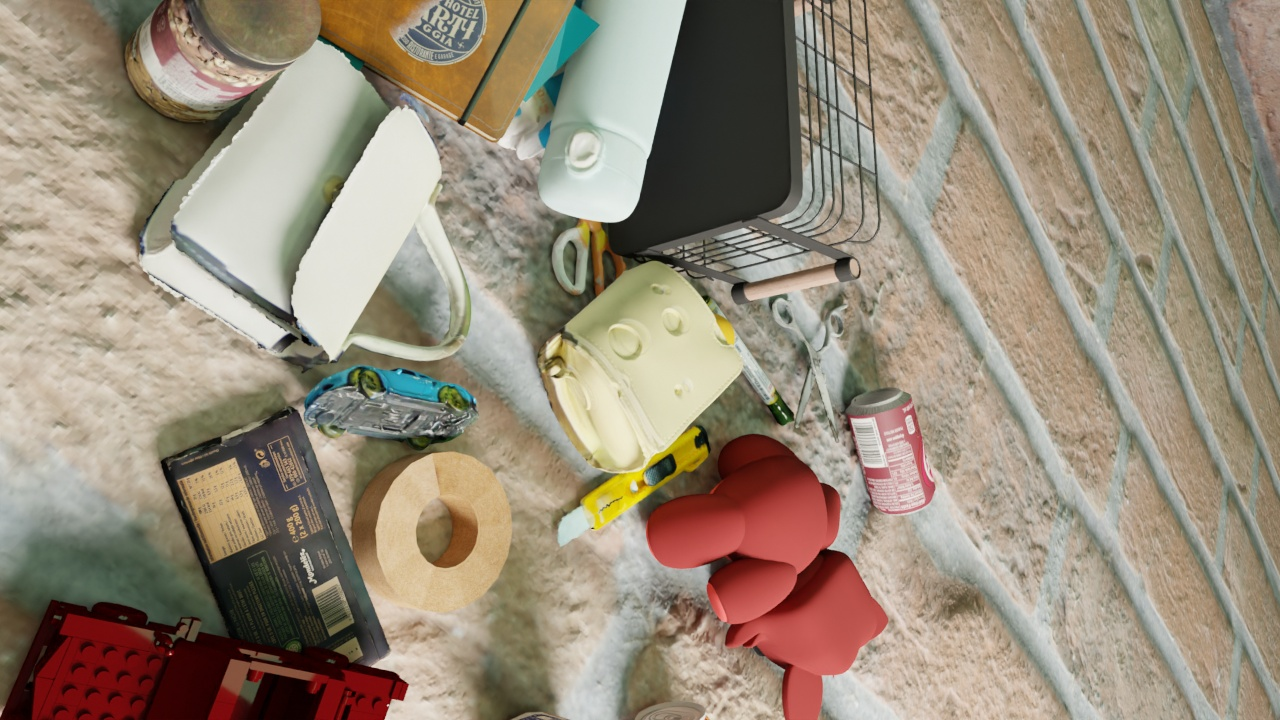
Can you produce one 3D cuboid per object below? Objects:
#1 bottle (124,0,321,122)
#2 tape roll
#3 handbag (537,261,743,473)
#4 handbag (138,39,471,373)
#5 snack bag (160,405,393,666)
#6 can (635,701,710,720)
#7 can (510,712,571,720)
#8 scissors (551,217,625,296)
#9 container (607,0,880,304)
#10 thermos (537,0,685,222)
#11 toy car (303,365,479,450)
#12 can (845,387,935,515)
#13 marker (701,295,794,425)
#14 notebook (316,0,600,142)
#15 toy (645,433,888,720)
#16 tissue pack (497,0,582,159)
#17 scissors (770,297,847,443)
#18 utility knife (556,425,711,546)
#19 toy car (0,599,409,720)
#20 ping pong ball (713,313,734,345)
[{"bbox_3d":[-0.205,-0.157,0.447,0.056,0.105,0.056,7,79,-44],"label":"bottle"},{"bbox_3d":[-0.123,0.102,0.549,0.093,0.027,0.094,8,79,-44],"label":"tape roll"},{"bbox_3d":[-0.004,0.004,0.643,0.119,0.081,0.111,-43,112,-36],"label":"handbag"},{"bbox_3d":[-0.155,-0.065,0.509,0.176,0.074,0.151,44,56,-33],"label":"handbag"},{"bbox_3d":[-0.190,0.108,0.488,0.074,0.018,0.155,-25,102,-43],"label":"snack bag"},{"bbox_3d":[0.028,0.302,0.647,0.064,0.064,0.105,-8,90,-45],"label":"can"},{"bbox_3d":[-0.030,0.259,0.543,0.078,0.136,0.078,8,79,-44],"label":"can"},{"bbox_3d":[-0.042,-0.109,0.671,0.073,0.013,0.131,-3,88,-46],"label":"scissors"},{"bbox_3d":[0.077,-0.177,0.683,0.130,0.163,0.241,10,75,-47],"label":"container"},{"bbox_3d":[-0.014,-0.189,0.587,0.078,0.065,0.206,78,24,-79],"label":"thermos"},{"bbox_3d":[-0.142,0.024,0.526,0.105,0.048,0.032,13,47,-48],"label":"toy car"},{"bbox_3d":[0.243,0.088,0.891,0.063,0.063,0.114,-27,104,-43],"label":"can"},{"bbox_3d":[0.091,0.001,0.783,0.146,0.017,0.017,52,52,-27],"label":"marker"},{"bbox_3d":[-0.097,-0.258,0.534,0.178,0.014,0.249,28,85,-18],"label":"notebook"},{"bbox_3d":[0.108,0.165,0.708,0.158,0.121,0.197,-35,99,-44],"label":"toy"},{"bbox_3d":[-0.086,-0.242,0.609,0.116,0.066,0.209,-44,116,-38],"label":"tissue pack"},{"bbox_3d":[0.167,-0.004,0.854,0.171,0.014,0.141,-40,104,-45],"label":"scissors"},{"bbox_3d":[-0.001,0.092,0.684,0.174,0.017,0.030,-27,95,-40],"label":"utility knife"},{"bbox_3d":[-0.194,0.164,0.431,0.169,0.062,0.070,26,74,-31],"label":"toy car"},{"bbox_3d":[0.055,-0.018,0.734,0.040,0.040,0.040,8,79,-44],"label":"ping pong ball"}]
